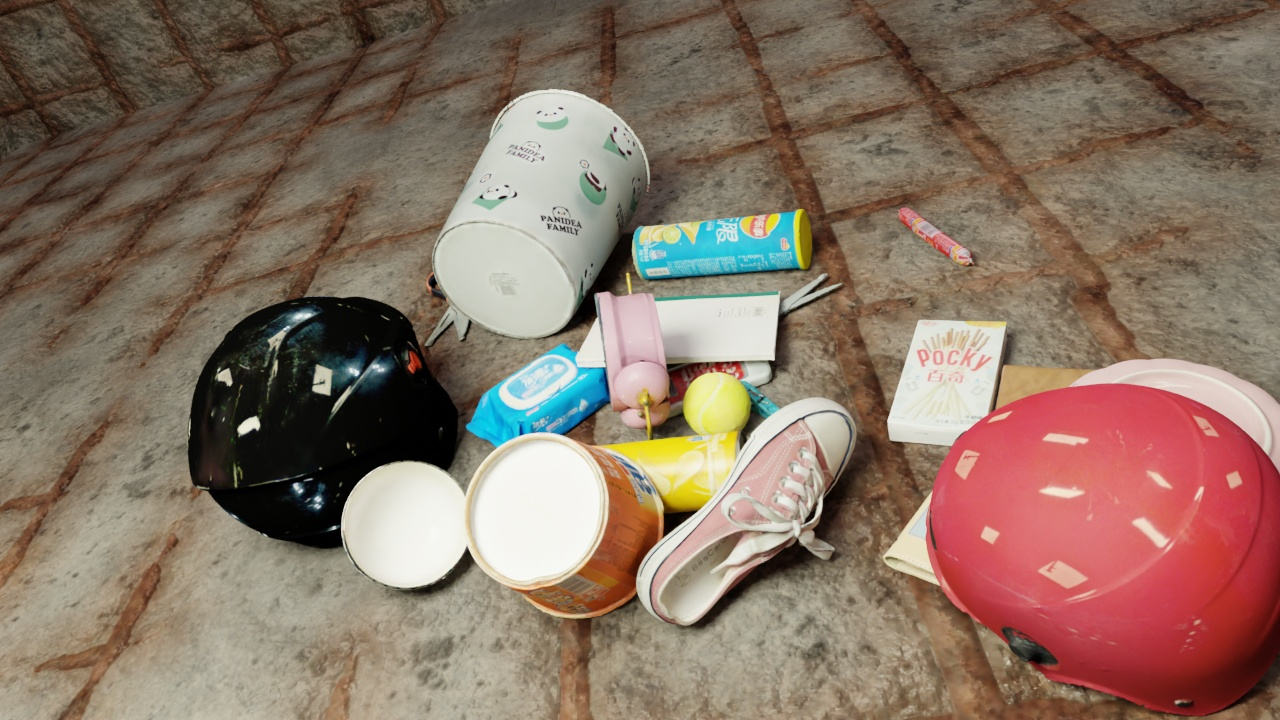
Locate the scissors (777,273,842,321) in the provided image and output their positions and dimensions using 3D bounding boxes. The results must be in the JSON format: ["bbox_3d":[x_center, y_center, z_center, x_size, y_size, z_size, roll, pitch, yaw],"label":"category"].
[{"bbox_3d":[0.153,-0.049,1.026,0.170,0.012,0.143,-11,36,13],"label":"scissors"}]

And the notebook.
[{"bbox_3d":[0.046,-0.037,1.008,0.209,0.012,0.150,-2,29,13],"label":"notebook"}]

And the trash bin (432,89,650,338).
[{"bbox_3d":[-0.130,-0.179,1.164,0.230,0.230,0.251,-1,43,23],"label":"trash bin"}]

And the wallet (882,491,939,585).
[{"bbox_3d":[0.259,0.133,0.725,0.087,0.024,0.115,15,46,44],"label":"wallet"}]

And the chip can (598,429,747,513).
[{"bbox_3d":[-0.007,0.109,0.837,0.214,0.072,0.071,-7,37,16],"label":"chip can"}]

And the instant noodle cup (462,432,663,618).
[{"bbox_3d":[-0.066,0.129,0.747,0.151,0.111,0.151,-6,70,16],"label":"instant noodle cup"}]

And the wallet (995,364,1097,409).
[{"bbox_3d":[0.361,0.047,0.797,0.101,0.020,0.115,2,42,28],"label":"wallet"}]

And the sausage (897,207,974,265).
[{"bbox_3d":[0.340,-0.144,1.065,0.020,0.020,0.155,-22,35,-5],"label":"sausage"}]

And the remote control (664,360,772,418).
[{"bbox_3d":[0.067,0.020,0.959,0.136,0.020,0.055,-19,45,0],"label":"remote control"}]

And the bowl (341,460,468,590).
[{"bbox_3d":[-0.219,0.156,0.854,0.116,0.116,0.066,-39,0,-26],"label":"bowl"}]

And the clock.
[{"bbox_3d":[-0.005,0.005,0.886,0.060,0.117,0.158,-8,65,-2],"label":"clock"}]

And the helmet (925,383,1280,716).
[{"bbox_3d":[0.299,0.099,0.607,0.240,0.144,0.206,14,64,35],"label":"helmet"}]

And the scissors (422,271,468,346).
[{"bbox_3d":[-0.249,-0.092,1.271,0.188,0.015,0.224,-35,39,-22],"label":"scissors"}]

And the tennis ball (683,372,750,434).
[{"bbox_3d":[0.074,0.044,0.891,0.065,0.065,0.065,-12,35,9],"label":"tennis ball"}]

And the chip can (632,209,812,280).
[{"bbox_3d":[0.099,-0.140,1.125,0.211,0.071,0.071,-2,38,23],"label":"chip can"}]

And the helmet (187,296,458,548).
[{"bbox_3d":[-0.332,0.050,0.931,0.234,0.230,0.274,-9,75,14],"label":"helmet"}]

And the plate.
[{"bbox_3d":[0.415,0.062,0.714,0.192,0.039,0.192,-9,43,9],"label":"plate"}]

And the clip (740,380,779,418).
[{"bbox_3d":[0.118,0.042,0.912,0.013,0.037,0.055,-37,47,-21],"label":"clip"}]

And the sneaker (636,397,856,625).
[{"bbox_3d":[0.103,0.124,0.737,0.240,0.118,0.088,-41,23,-20],"label":"sneaker"}]

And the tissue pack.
[{"bbox_3d":[-0.106,0.041,0.989,0.156,0.052,0.095,-36,38,-23],"label":"tissue pack"}]

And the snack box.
[{"bbox_3d":[0.290,0.018,0.862,0.085,0.027,0.156,3,41,28],"label":"snack box"}]
